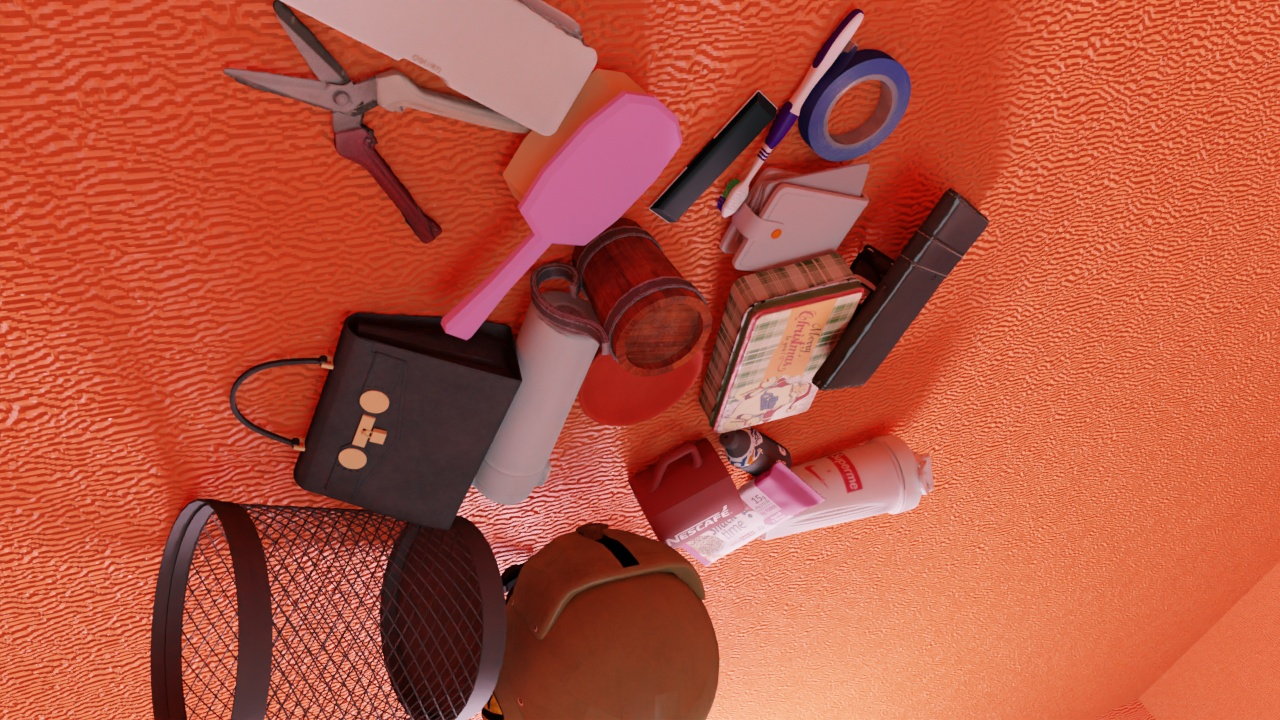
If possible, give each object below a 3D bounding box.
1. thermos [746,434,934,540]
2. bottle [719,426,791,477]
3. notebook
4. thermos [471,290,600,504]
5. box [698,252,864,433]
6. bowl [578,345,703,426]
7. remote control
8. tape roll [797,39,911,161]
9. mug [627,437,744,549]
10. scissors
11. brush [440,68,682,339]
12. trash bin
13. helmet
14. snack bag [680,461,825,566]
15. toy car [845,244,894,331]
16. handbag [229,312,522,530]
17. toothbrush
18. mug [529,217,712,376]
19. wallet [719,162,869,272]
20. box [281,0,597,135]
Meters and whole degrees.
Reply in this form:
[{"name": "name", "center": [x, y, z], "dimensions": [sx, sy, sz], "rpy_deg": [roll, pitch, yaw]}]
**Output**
[{"name": "thermos", "center": [0.239, 0.154, 1.095], "dimensions": [0.220, 0.099, 0.099], "rpy_deg": [-13, 137, -13]}, {"name": "bottle", "center": [0.124, 0.101, 1.003], "dimensions": [0.047, 0.047, 0.112], "rpy_deg": [-43, 138, 15]}, {"name": "notebook", "center": [0.250, -0.060, 0.875], "dimensions": [0.209, 0.029, 0.169], "rpy_deg": [-54, 159, 17]}, {"name": "thermos", "center": [-0.094, 0.039, 0.794], "dimensions": [0.078, 0.065, 0.207], "rpy_deg": [10, 126, -22]}, {"name": "box", "center": [0.126, -0.009, 0.865], "dimensions": [0.117, 0.050, 0.206], "rpy_deg": [-16, 148, -19]}, {"name": "bowl", "center": [-0.005, 0.005, 0.836], "dimensions": [0.122, 0.035, 0.122], "rpy_deg": [-17, 138, -16]}, {"name": "remote control", "center": [0.058, -0.157, 0.725], "dimensions": [0.124, 0.011, 0.028], "rpy_deg": [-45, 138, 17]}, {"name": "tape roll", "center": [0.173, -0.205, 0.742], "dimensions": [0.093, 0.016, 0.091], "rpy_deg": [10, 126, -38]}, {"name": "mug", "center": [0.043, 0.133, 0.965], "dimensions": [0.096, 0.080, 0.116], "rpy_deg": [-28, 133, -3]}, {"name": "scissors", "center": [-0.156, -0.153, 0.598], "dimensions": [0.179, 0.015, 0.199], "rpy_deg": [-19, 139, -13]}, {"name": "brush", "center": [-0.069, -0.107, 0.664], "dimensions": [0.229, 0.043, 0.089], "rpy_deg": [-44, 148, 16]}, {"name": "trash bin", "center": [-0.261, 0.227, 0.779], "dimensions": [0.227, 0.217, 0.218], "rpy_deg": [7, 127, -41]}, {"name": "helmet", "center": [-0.037, 0.280, 0.912], "dimensions": [0.249, 0.255, 0.234], "rpy_deg": [-6, 137, -28]}, {"name": "snack bag", "center": [0.112, 0.177, 1.034], "dimensions": [0.070, 0.016, 0.197], "rpy_deg": [41, 129, -12]}, {"name": "toy car", "center": [0.206, -0.063, 0.878], "dimensions": [0.092, 0.040, 0.037], "rpy_deg": [-58, 175, 25]}, {"name": "handbag", "center": [-0.222, 0.040, 0.735], "dimensions": [0.195, 0.072, 0.176], "rpy_deg": [13, 125, -26]}, {"name": "toothbrush", "center": [0.115, -0.192, 0.721], "dimensions": [0.015, 0.016, 0.187], "rpy_deg": [12, 122, -39]}, {"name": "mug", "center": [-0.020, -0.049, 0.712], "dimensions": [0.117, 0.111, 0.082], "rpy_deg": [-16, 138, -16]}, {"name": "wallet", "center": [0.138, -0.127, 0.784], "dimensions": [0.118, 0.037, 0.116], "rpy_deg": [2, 133, -35]}, {"name": "box", "center": [-0.117, -0.205, 0.543], "dimensions": [0.198, 0.067, 0.084], "rpy_deg": [17, 140, -40]}]
